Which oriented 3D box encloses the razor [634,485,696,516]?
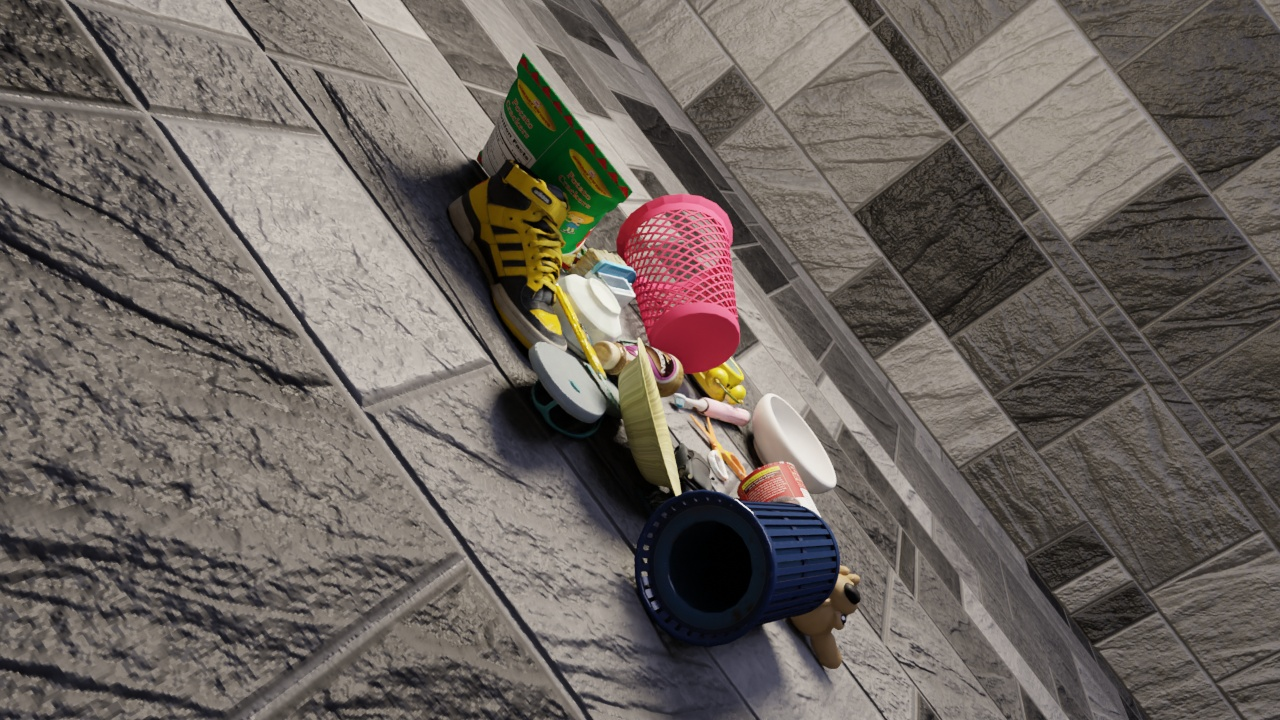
[{"bbox_3d":[0.041,0.159,1.039,0.144,0.022,0.042,15,42,-61],"label":"razor"}]

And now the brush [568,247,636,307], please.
[{"bbox_3d":[-0.039,-0.110,1.285,0.075,0.055,0.135,52,18,15],"label":"brush"}]

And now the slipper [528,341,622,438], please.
[{"bbox_3d":[-0.074,0.035,0.975,0.098,0.055,0.268,53,8,10],"label":"slipper"}]

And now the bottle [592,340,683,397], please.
[{"bbox_3d":[-0.007,0.007,1.142,0.166,0.060,0.059,20,37,-58],"label":"bottle"}]

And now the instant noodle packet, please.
[{"bbox_3d":[-0.115,-0.230,1.129,0.090,0.253,0.195,-39,91,-27],"label":"instant noodle packet"}]

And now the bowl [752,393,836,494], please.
[{"bbox_3d":[0.227,0.140,1.432,0.176,0.066,0.176,44,20,-22],"label":"bowl"}]

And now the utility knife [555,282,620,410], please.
[{"bbox_3d":[-0.062,-0.018,1.031,0.030,0.018,0.191,48,15,-56],"label":"utility knife"}]

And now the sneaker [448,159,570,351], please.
[{"bbox_3d":[-0.117,-0.121,1.026,0.238,0.122,0.086,58,21,19],"label":"sneaker"}]

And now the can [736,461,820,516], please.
[{"bbox_3d":[0.187,0.204,1.195,0.086,0.087,0.116,30,28,-47],"label":"can"}]

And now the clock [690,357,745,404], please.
[{"bbox_3d":[0.118,0.027,1.399,0.083,0.057,0.118,38,17,-37],"label":"clock"}]

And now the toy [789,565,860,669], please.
[{"bbox_3d":[0.223,0.288,1.125,0.134,0.106,0.108,53,30,-9],"label":"toy"}]

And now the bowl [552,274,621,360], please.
[{"bbox_3d":[-0.065,-0.061,1.132,0.117,0.061,0.117,44,20,-21],"label":"bowl"}]

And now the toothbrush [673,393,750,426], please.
[{"bbox_3d":[0.104,0.071,1.340,0.222,0.027,0.026,19,71,-57],"label":"toothbrush"}]

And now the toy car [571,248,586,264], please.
[{"bbox_3d":[-0.106,-0.172,1.271,0.042,0.036,0.091,21,35,-57],"label":"toy car"}]

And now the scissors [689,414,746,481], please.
[{"bbox_3d":[0.106,0.125,1.268,0.125,0.011,0.128,50,19,-9],"label":"scissors"}]

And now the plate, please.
[{"bbox_3d":[0.004,0.069,0.993,0.184,0.036,0.184,-13,88,-86],"label":"plate"}]

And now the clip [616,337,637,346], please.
[{"bbox_3d":[-0.022,-0.020,1.217,0.050,0.023,0.078,53,21,0],"label":"clip"}]

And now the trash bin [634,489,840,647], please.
[{"bbox_3d":[0.113,0.208,0.944,0.249,0.139,0.139,18,38,-61],"label":"trash bin"}]

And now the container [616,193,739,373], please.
[{"bbox_3d":[0.066,-0.105,1.369,0.183,0.184,0.225,36,32,-38],"label":"container"}]

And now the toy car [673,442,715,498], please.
[{"bbox_3d":[0.063,0.129,1.097,0.046,0.034,0.112,43,7,-12],"label":"toy car"}]
